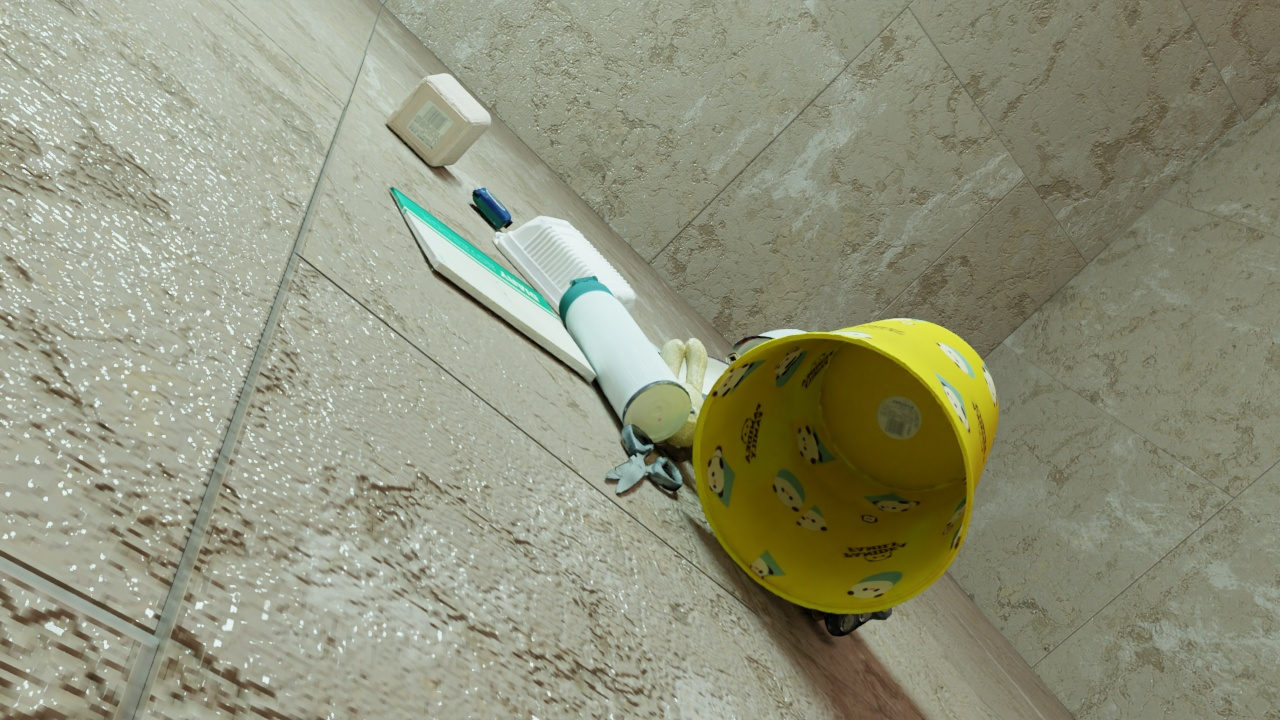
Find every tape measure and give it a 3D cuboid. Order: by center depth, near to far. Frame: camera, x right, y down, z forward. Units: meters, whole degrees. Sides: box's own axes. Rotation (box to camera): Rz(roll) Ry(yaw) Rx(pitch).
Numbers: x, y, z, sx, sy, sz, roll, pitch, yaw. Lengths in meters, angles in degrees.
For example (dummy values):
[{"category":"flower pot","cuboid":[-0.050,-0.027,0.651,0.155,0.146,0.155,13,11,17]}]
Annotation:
[{"category":"tape measure","cuboid":[-0.185,-0.188,1.142,0.058,0.025,0.054,49,5,-6]}]

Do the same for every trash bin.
[{"category":"trash bin","cuboid":[0.205,0.068,0.828,0.229,0.230,0.254,48,30,13]}]

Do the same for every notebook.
[{"category":"notebook","cuboid":[-0.134,-0.069,0.846,0.209,0.012,0.150,38,10,-45]}]

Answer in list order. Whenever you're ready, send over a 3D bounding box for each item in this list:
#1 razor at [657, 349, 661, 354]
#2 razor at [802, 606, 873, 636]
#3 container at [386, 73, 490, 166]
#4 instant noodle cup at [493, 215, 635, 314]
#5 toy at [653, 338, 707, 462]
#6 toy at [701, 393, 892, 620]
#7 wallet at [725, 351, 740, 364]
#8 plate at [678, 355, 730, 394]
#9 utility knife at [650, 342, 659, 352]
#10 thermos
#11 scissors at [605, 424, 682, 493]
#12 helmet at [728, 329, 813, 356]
[{"category":"razor","cuboid":[-0.012,-0.029,1.184,0.142,0.022,0.042,28,20,-40]},{"category":"razor","cuboid":[0.148,0.184,0.865,0.062,0.068,0.167,-13,43,-38]},{"category":"container","cuboid":[-0.250,-0.295,1.133,0.090,0.090,0.110,44,11,-12]},{"category":"instant noodle cup","cuboid":[-0.077,-0.102,1.083,0.173,0.060,0.137,49,17,10]},{"category":"toy","cuboid":[0.043,0.036,0.921,0.105,0.066,0.157,12,41,-6]},{"category":"toy","cuboid":[0.144,0.120,0.984,0.356,0.092,0.137,41,45,5]},{"category":"wallet","cuboid":[0.166,0.048,1.302,0.115,0.033,0.090,45,19,-40]},{"category":"plate","cuboid":[0.098,0.061,1.143,0.192,0.039,0.192,24,27,-13]},{"category":"utility knife","cuboid":[0.004,0.002,1.090,0.034,0.018,0.202,45,16,-2]},{"category":"thermos","cuboid":[-0.025,-0.008,0.912,0.073,0.073,0.224,40,10,-38]},{"category":"scissors","cuboid":[-0.008,0.080,0.742,0.173,0.014,0.142,35,16,-47]},{"category":"helmet","cuboid":[0.263,0.055,1.413,0.258,0.145,0.230,55,-34,11]}]
